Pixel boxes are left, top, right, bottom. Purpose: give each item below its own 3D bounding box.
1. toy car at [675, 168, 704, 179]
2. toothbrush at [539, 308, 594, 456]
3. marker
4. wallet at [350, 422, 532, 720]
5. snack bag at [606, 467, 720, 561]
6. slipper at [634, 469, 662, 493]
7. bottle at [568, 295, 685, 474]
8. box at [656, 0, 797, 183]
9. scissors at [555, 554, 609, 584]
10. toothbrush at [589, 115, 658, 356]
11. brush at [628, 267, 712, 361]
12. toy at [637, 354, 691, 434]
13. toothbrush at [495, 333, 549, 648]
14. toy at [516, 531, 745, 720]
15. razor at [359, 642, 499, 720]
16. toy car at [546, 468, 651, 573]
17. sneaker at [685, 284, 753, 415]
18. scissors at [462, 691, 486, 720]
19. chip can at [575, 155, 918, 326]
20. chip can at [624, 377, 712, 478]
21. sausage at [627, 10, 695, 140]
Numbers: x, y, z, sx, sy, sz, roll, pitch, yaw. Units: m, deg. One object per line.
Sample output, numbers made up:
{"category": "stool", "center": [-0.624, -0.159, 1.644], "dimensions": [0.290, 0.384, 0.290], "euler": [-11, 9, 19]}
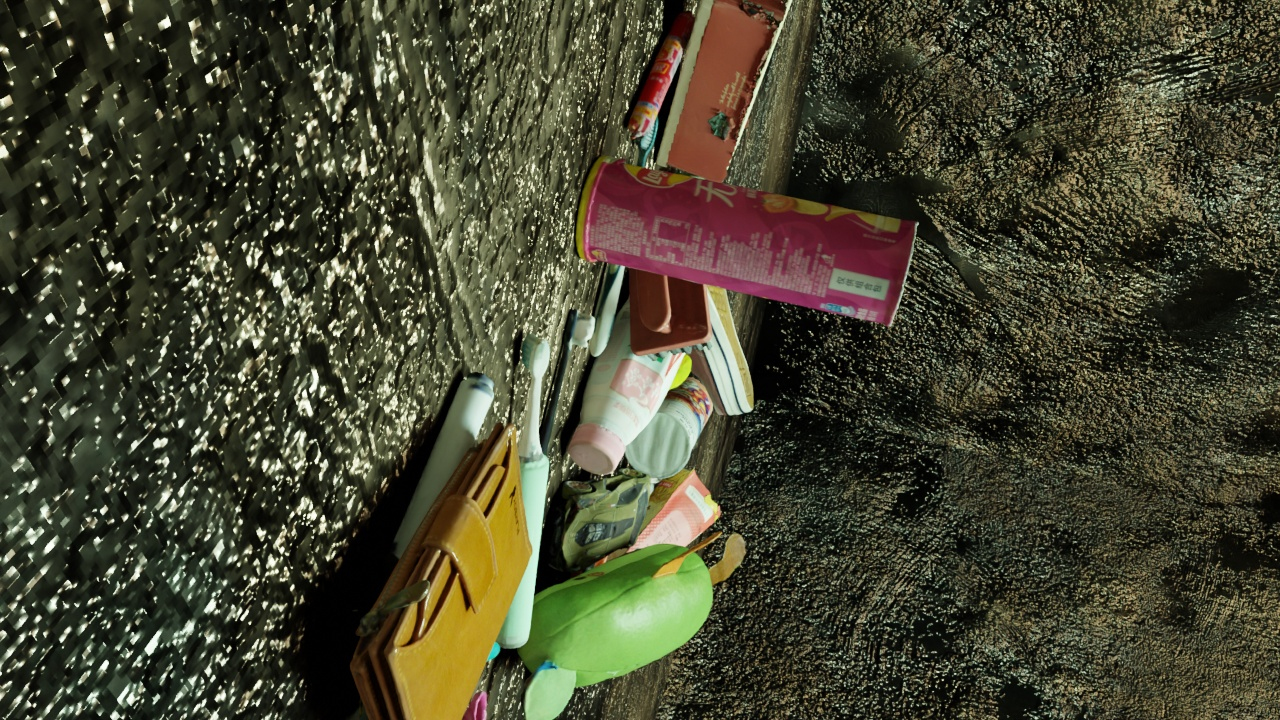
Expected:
{"category": "toy car", "center": [0.039, -0.155, 0.854], "dimensions": [0.091, 0.036, 0.043], "euler": [-40, 141, -72]}
{"category": "toothbrush", "center": [-0.062, 0.053, 0.626], "dimensions": [0.015, 0.018, 0.181], "euler": [41, 64, -82]}
{"category": "marker", "center": [-0.098, 0.063, 0.425], "dimensions": [0.023, 0.018, 0.130], "euler": [68, 36, -58]}
{"category": "wallet", "center": [-0.085, 0.102, 0.412], "dimensions": [0.130, 0.035, 0.119], "euler": [-67, 166, -48]}
{"category": "snack bag", "center": [-0.002, 0.210, 0.956], "dimensions": [0.207, 0.073, 0.129], "euler": [-46, 154, -31]}
{"category": "slipper", "center": [0.012, 0.181, 1.103], "dimensions": [0.274, 0.054, 0.114], "euler": [38, 67, -77]}
{"category": "bottle", "center": [-0.004, 0.004, 0.752], "dimensions": [0.068, 0.068, 0.196], "euler": [92, 20, -50]}
{"category": "box", "center": [0.076, -0.233, 0.751], "dimensions": [0.169, 0.079, 0.091], "euler": [109, 2, -49]}
{"category": "scissors", "center": [-0.079, 0.245, 0.809], "dimensions": [0.234, 0.022, 0.137], "euler": [-65, 158, -21]}
{"category": "toothbrush", "center": [-0.014, -0.096, 0.694], "dimensions": [0.018, 0.016, 0.191], "euler": [11, 92, -64]}
{"category": "brush", "center": [0.019, -0.076, 0.714], "dimensions": [0.069, 0.063, 0.145], "euler": [47, 36, -58]}
{"category": "toy", "center": [0.003, 0.034, 0.817], "dimensions": [0.100, 0.031, 0.097], "euler": [-51, -171, -14]}
{"category": "toothbrush", "center": [-0.073, 0.088, 0.574], "dimensions": [0.026, 0.027, 0.225], "euler": [-14, 124, -40]}
{"category": "toy", "center": [-0.010, 0.204, 0.744], "dimensions": [0.227, 0.090, 0.246], "euler": [-48, 154, 22]}
{"category": "razor", "center": [-0.105, 0.157, 0.470], "dimensions": [0.132, 0.028, 0.043], "euler": [26, 68, -74]}
{"category": "toy car", "center": [-0.028, 0.131, 0.770], "dimensions": [0.157, 0.042, 0.070], "euler": [-8, 112, -62]}
{"category": "sneaker", "center": [0.052, -0.031, 0.964], "dimensions": [0.118, 0.088, 0.241], "euler": [-84, 157, -49]}
{"category": "scissors", "center": [-0.118, 0.280, 0.617], "dimensions": [0.125, 0.017, 0.134], "euler": [-69, 172, -47]}
{"category": "chip can", "center": [0.068, -0.079, 0.603], "dimensions": [0.071, 0.210, 0.071], "euler": [15, 89, -81]}
{"category": "chip can", "center": [0.036, 0.071, 1.043], "dimensions": [0.214, 0.071, 0.071], "euler": [-40, 142, -76]}
{"category": "sausage", "center": [0.017, -0.219, 0.693], "dimensions": [0.020, 0.020, 0.155], "euler": [90, 17, -54]}
